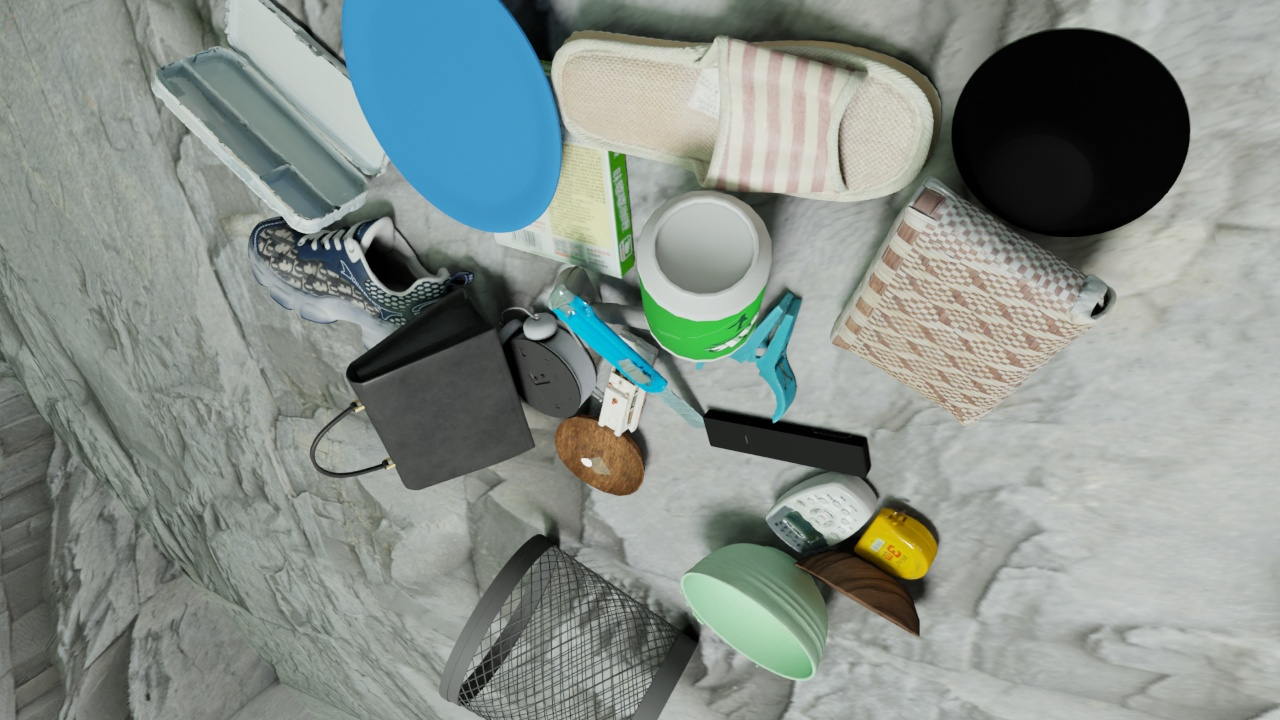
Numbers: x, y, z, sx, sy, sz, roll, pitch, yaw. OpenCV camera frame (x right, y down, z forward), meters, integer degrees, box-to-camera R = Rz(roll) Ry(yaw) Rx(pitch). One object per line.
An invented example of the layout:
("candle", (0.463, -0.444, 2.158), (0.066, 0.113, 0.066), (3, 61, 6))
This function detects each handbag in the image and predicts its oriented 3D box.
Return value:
("handbag", (-0.219, 0.055, 0.879), (0.072, 0.195, 0.176), (48, 159, 38))
("handbag", (0.199, -0.030, 0.579), (0.124, 0.047, 0.186), (33, 159, 10))

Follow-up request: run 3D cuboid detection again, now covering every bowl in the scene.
("bowl", (0.119, 0.229, 0.880), (0.151, 0.076, 0.151), (32, 151, 20))
("bowl", (-0.037, 0.090, 0.932), (0.102, 0.026, 0.114), (29, 142, 9))
("bowl", (0.224, -0.109, 0.500), (0.124, 0.052, 0.124), (23, 138, 23))
("bowl", (0.196, 0.196, 0.803), (0.119, 0.032, 0.119), (30, 173, 4))

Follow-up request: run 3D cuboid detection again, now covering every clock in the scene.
("clock", (-0.094, -0.001, 0.892), (0.095, 0.035, 0.122), (-10, 118, 45))

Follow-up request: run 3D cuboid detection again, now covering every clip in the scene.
("clip", (0.085, -0.006, 0.742), (0.120, 0.033, 0.122), (13, 134, 37))

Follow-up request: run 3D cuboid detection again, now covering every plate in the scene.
("plate", (-0.142, -0.204, 0.706), (0.224, 0.024, 0.225), (26, 138, 25))

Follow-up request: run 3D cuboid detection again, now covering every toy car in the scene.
("toy car", (-0.015, 0.025, 0.842), (0.039, 0.038, 0.113), (31, 140, 15))

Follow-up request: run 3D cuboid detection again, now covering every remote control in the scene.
("remote control", (0.123, 0.069, 0.787), (0.150, 0.013, 0.034), (9, 131, 34))
("remote control", (0.158, 0.132, 0.803), (0.060, 0.028, 0.115), (45, 142, -2))

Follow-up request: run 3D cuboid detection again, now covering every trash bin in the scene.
("trash bin", (-0.077, 0.356, 1.076), (0.227, 0.217, 0.218), (28, 140, 11))

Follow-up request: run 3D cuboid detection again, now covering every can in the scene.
("can", (0.044, -0.055, 0.643), (0.088, 0.087, 0.140), (34, 170, 11))

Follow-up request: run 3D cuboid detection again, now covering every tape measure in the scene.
("tape measure", (0.218, 0.153, 0.769), (0.059, 0.030, 0.068), (32, 147, 15))

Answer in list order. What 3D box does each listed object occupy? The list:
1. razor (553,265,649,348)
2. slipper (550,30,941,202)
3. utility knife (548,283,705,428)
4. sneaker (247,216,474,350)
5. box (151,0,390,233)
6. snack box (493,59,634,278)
("razor", (-0.006, -0.037, 0.771), (0.116, 0.047, 0.088), (9, 161, 15))
("slipper", (0.054, -0.158, 0.588), (0.263, 0.052, 0.115), (15, 136, 22))
("utility knife", (-0.005, 0.005, 0.776), (0.031, 0.015, 0.220), (-20, 137, 33))
("sneaker", (-0.284, -0.098, 0.934), (0.269, 0.103, 0.133), (30, 126, 15))
("box", (-0.336, -0.229, 0.831), (0.210, 0.104, 0.129), (40, 138, 3))
("snack box", (-0.072, -0.155, 0.733), (0.132, 0.027, 0.168), (19, 136, 26))
